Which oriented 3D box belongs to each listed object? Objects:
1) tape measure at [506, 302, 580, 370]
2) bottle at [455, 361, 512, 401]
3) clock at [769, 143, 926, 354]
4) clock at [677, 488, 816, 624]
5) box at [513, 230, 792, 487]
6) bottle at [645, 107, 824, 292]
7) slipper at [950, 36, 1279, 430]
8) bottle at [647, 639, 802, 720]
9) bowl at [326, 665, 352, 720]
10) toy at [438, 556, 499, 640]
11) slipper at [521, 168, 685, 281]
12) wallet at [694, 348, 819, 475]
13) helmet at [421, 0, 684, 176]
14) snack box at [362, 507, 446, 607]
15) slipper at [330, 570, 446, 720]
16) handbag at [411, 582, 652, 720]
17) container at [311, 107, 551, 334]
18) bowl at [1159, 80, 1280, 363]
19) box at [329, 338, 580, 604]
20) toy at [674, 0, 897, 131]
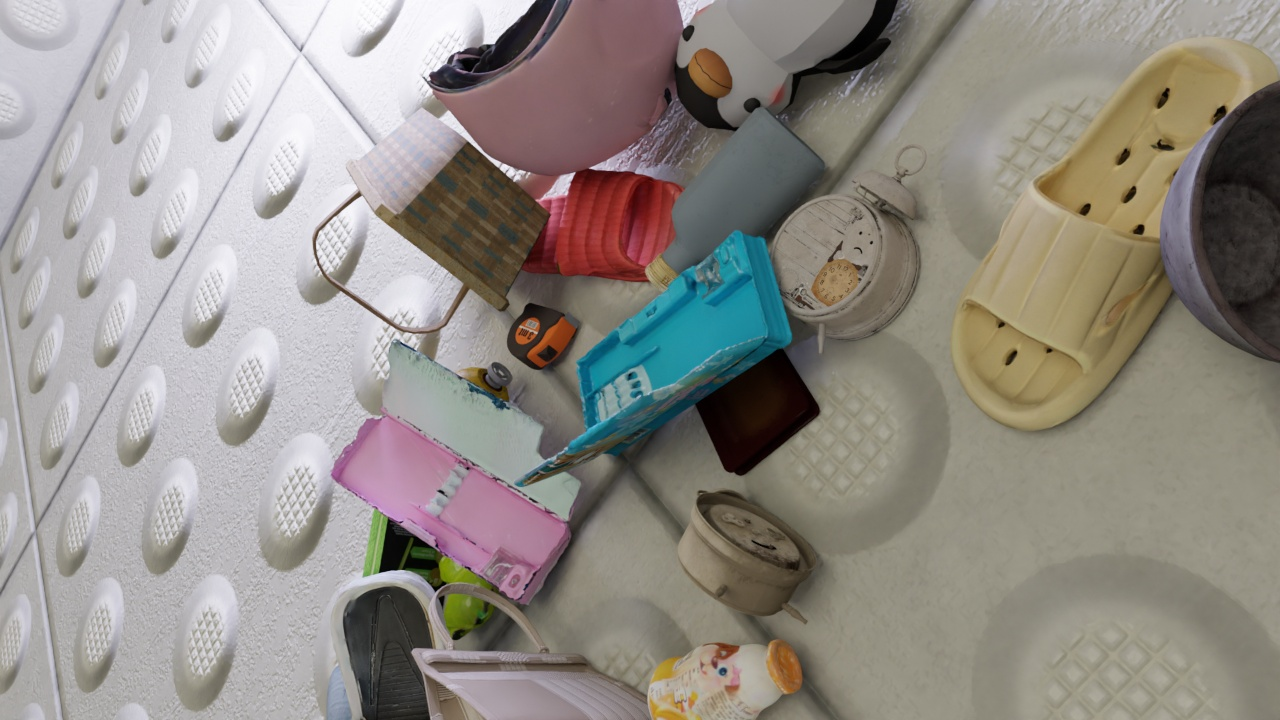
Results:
[{"bbox_3d":[-0.094,-0.020,0.873,0.058,0.038,0.058,18,75,43],"label":"tape measure"},{"bbox_3d":[-0.187,0.064,0.902,0.164,0.071,0.071,-45,52,21],"label":"bottle"},{"bbox_3d":[0.152,-0.088,0.662,0.103,0.061,0.157,45,108,41],"label":"clock"},{"bbox_3d":[0.065,0.132,0.658,0.055,0.093,0.140,-64,21,14],"label":"clock"},{"bbox_3d":[0.013,0.018,0.706,0.228,0.085,0.169,-37,21,44],"label":"box"},{"bbox_3d":[0.068,-0.119,0.739,0.161,0.072,0.046,-47,18,20],"label":"bottle"},{"bbox_3d":[0.269,-0.084,0.550,0.111,0.079,0.262,42,104,45],"label":"slipper"},{"bbox_3d":[0.058,0.227,0.638,0.109,0.063,0.063,-31,57,31],"label":"bottle"},{"bbox_3d":[-0.242,0.340,0.819,0.137,0.057,0.137,12,119,23],"label":"bowl"},{"bbox_3d":[-0.160,0.207,0.857,0.093,0.036,0.094,31,90,48],"label":"toy"},{"bbox_3d":[-0.052,-0.127,0.856,0.249,0.059,0.103,6,81,44],"label":"slipper"},{"bbox_3d":[0.081,0.020,0.720,0.092,0.018,0.115,-43,50,23],"label":"wallet"},{"bbox_3d":[-0.054,-0.262,0.819,0.230,0.152,0.254,-28,26,21],"label":"helmet"},{"bbox_3d":[-0.226,0.212,0.880,0.025,0.080,0.147,-5,73,40],"label":"snack box"},{"bbox_3d":[-0.191,0.304,0.748,0.111,0.063,0.264,-10,97,-2],"label":"slipper"},{"bbox_3d":[-0.096,0.234,0.699,0.198,0.175,0.062,40,104,44],"label":"handbag"},{"bbox_3d":[-0.213,-0.126,0.897,0.186,0.157,0.250,-49,32,2],"label":"container"},{"bbox_3d":[0.327,-0.065,0.471,0.067,0.145,0.145,167,120,-83],"label":"bowl"},{"bbox_3d":[-0.159,0.096,0.825,0.230,0.062,0.160,28,97,20],"label":"box"},{"bbox_3d":[0.108,-0.267,0.736,0.159,0.139,0.185,51,125,6],"label":"toy"}]
